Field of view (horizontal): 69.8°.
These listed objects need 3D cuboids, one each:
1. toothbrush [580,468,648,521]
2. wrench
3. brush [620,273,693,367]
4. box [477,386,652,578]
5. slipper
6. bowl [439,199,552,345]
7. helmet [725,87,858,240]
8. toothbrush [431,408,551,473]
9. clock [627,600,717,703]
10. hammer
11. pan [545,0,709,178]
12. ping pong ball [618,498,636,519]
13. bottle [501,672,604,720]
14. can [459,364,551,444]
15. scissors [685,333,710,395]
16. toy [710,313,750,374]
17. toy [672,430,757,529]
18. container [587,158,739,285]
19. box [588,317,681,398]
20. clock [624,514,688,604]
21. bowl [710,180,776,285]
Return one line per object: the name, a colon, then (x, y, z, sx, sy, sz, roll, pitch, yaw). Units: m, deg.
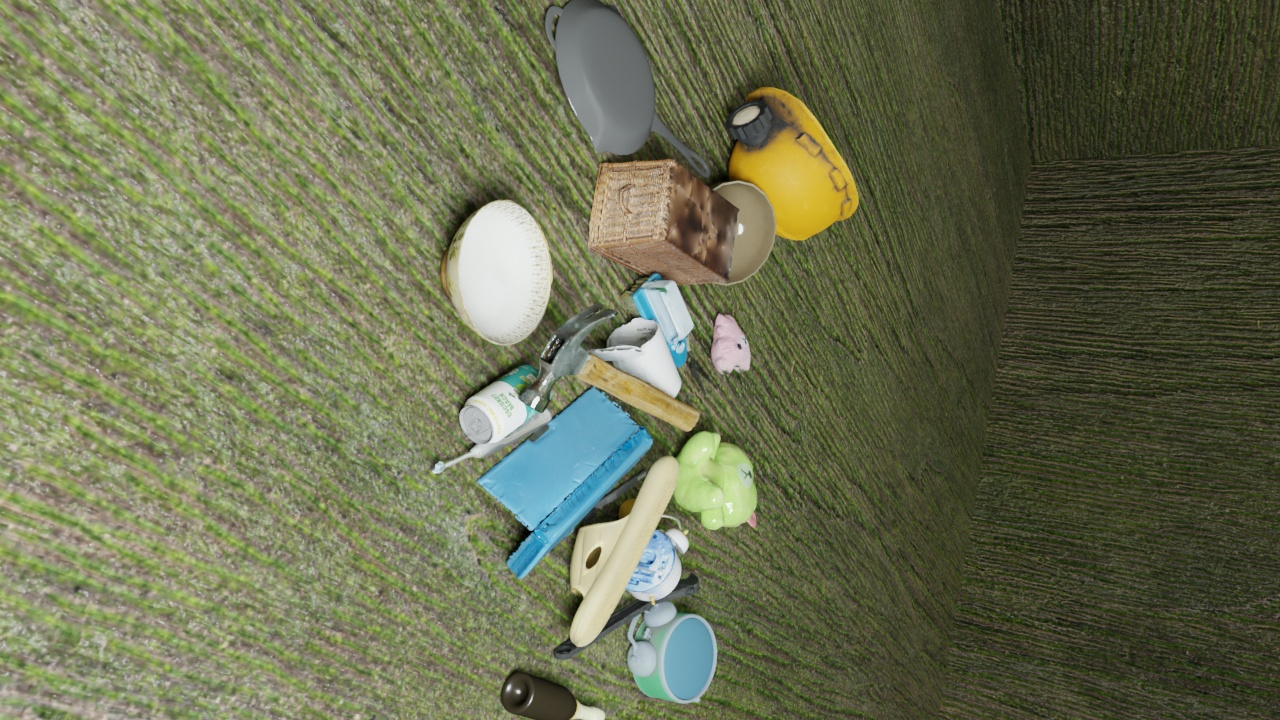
toothbrush: (-0.033, 0.176, 1.210, 0.167, 0.013, 0.013, -27, 115, -56)
wrench: (-0.014, 0.333, 1.212, 0.272, 0.073, 0.018, -17, 106, -49)
brush: (0.035, -0.047, 1.225, 0.055, 0.075, 0.136, -47, 127, -32)
box: (-0.097, 0.137, 1.092, 0.230, 0.112, 0.094, -41, 170, -46)
slipper: (-0.036, 0.226, 1.147, 0.261, 0.079, 0.111, -60, 162, -19)
bowl: (-0.160, -0.090, 0.945, 0.145, 0.063, 0.145, -6, 97, -57)
helmet: (0.209, -0.273, 1.407, 0.131, 0.205, 0.255, -46, 129, -11)
toothbrush: (-0.161, 0.089, 0.998, 0.185, 0.022, 0.024, -25, 143, -53)
clock: (0.035, 0.403, 1.283, 0.161, 0.075, 0.121, 47, 54, -32)
hammer: (-0.011, 0.032, 1.080, 0.132, 0.033, 0.330, -61, 147, -1)
pan: (0.002, -0.327, 1.167, 0.354, 0.024, 0.216, 32, 57, -48)
ping pong ball: (-0.009, 0.204, 1.221, 0.040, 0.040, 0.040, -7, 98, -56)
bottle: (-0.096, 0.414, 1.101, 0.184, 0.045, 0.045, 43, 57, -49)
can: (-0.144, 0.047, 0.988, 0.101, 0.055, 0.055, -37, 123, -49)
scissors: (0.061, -0.004, 1.337, 0.149, 0.013, 0.165, -29, 117, -51)
toy: (0.138, -0.026, 1.419, 0.099, 0.053, 0.096, -3, 83, -60)
toy: (0.108, 0.181, 1.354, 0.197, 0.107, 0.150, 45, 33, -60)
container: (0.034, -0.175, 1.190, 0.198, 0.113, 0.113, 19, 77, -55)
box: (-0.007, 0.006, 1.160, 0.136, 0.084, 0.147, -61, 139, -48)
clock: (0.015, 0.259, 1.220, 0.125, 0.089, 0.052, -65, 146, -27)
bowl: (0.122, -0.190, 1.347, 0.152, 0.050, 0.152, -9, 111, -25)
